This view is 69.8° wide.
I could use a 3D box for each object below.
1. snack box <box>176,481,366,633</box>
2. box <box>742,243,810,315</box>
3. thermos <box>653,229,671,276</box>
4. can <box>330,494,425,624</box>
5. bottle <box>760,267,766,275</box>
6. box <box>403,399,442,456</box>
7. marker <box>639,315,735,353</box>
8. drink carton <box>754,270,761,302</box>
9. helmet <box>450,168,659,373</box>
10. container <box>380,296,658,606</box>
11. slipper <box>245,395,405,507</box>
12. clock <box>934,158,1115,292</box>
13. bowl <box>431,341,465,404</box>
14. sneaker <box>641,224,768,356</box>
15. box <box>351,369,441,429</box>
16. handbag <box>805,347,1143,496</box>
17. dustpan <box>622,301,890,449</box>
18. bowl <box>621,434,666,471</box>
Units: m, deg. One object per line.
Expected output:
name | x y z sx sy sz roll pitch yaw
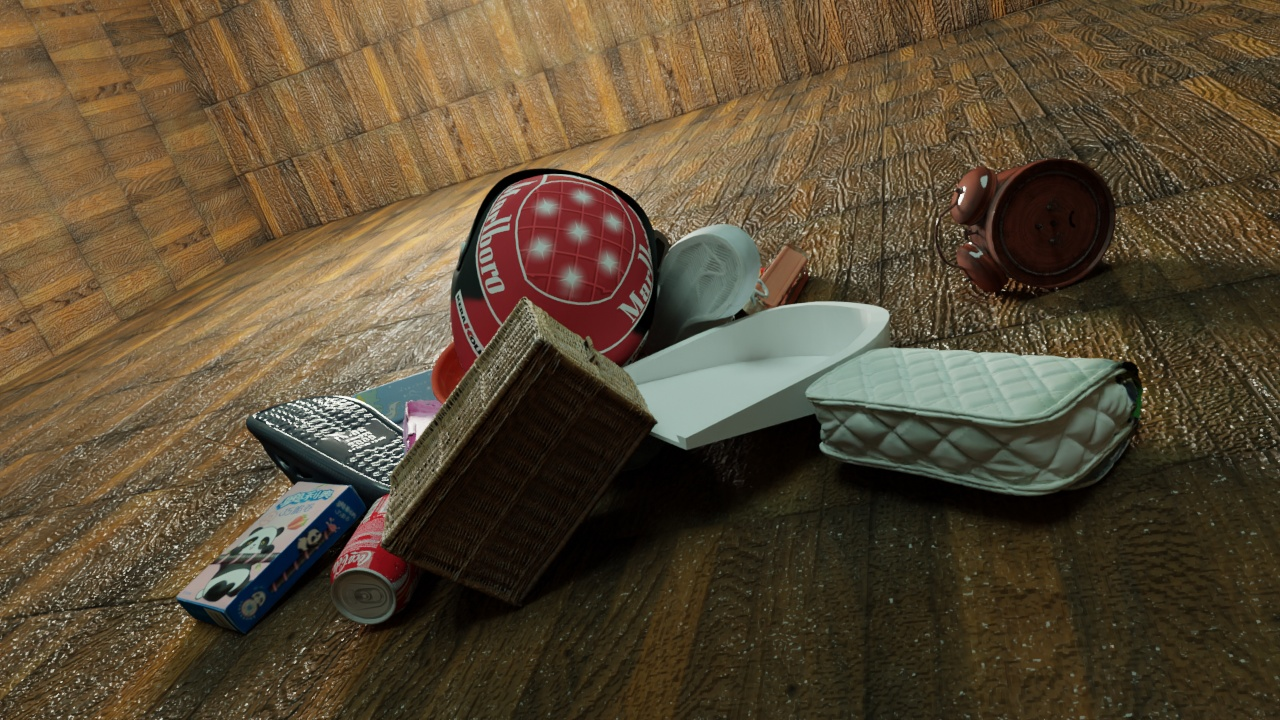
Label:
snack box | -0.331 0.172 0.830 0.088 0.033 0.153 -2 35 38
box | 0.158 -0.074 1.043 0.056 0.064 0.187 26 33 12
thermos | -0.070 -0.129 1.307 0.241 0.082 0.081 -4 25 35
can | -0.203 0.157 0.734 0.064 0.064 0.104 -15 21 12
bottle | 0.112 -0.104 1.145 0.119 0.036 0.036 2 29 43
box | -0.141 0.079 0.865 0.159 0.035 0.230 3 11 -15
marker | 0.048 -0.032 1.048 0.124 0.017 0.021 -16 21 7
drink carton | 0.077 -0.081 1.101 0.058 0.043 0.135 -17 13 -42
helmet | -0.084 -0.078 0.907 0.197 0.270 0.225 11 -28 -12
container | -0.091 0.067 0.681 0.198 0.112 0.113 -53 21 8
slipper | -0.296 0.108 0.944 0.268 0.083 0.110 19 29 33
clock | 0.358 -0.129 0.869 0.157 0.120 0.072 -12 13 -2
bowl | -0.167 0.020 1.036 0.130 0.045 0.130 -8 48 8
sneaker | 0.072 -0.074 0.925 0.090 0.089 0.243 -29 -10 -26
box | -0.245 0.037 1.087 0.210 0.059 0.068 -20 24 1
handbag | 0.225 0.038 0.640 0.138 0.072 0.195 -24 19 -35
dustpan | 0.093 -0.001 0.783 0.257 0.053 0.192 -13 14 -28
bowl | -0.018 0.063 0.801 0.110 0.055 0.110 -6 12 1
